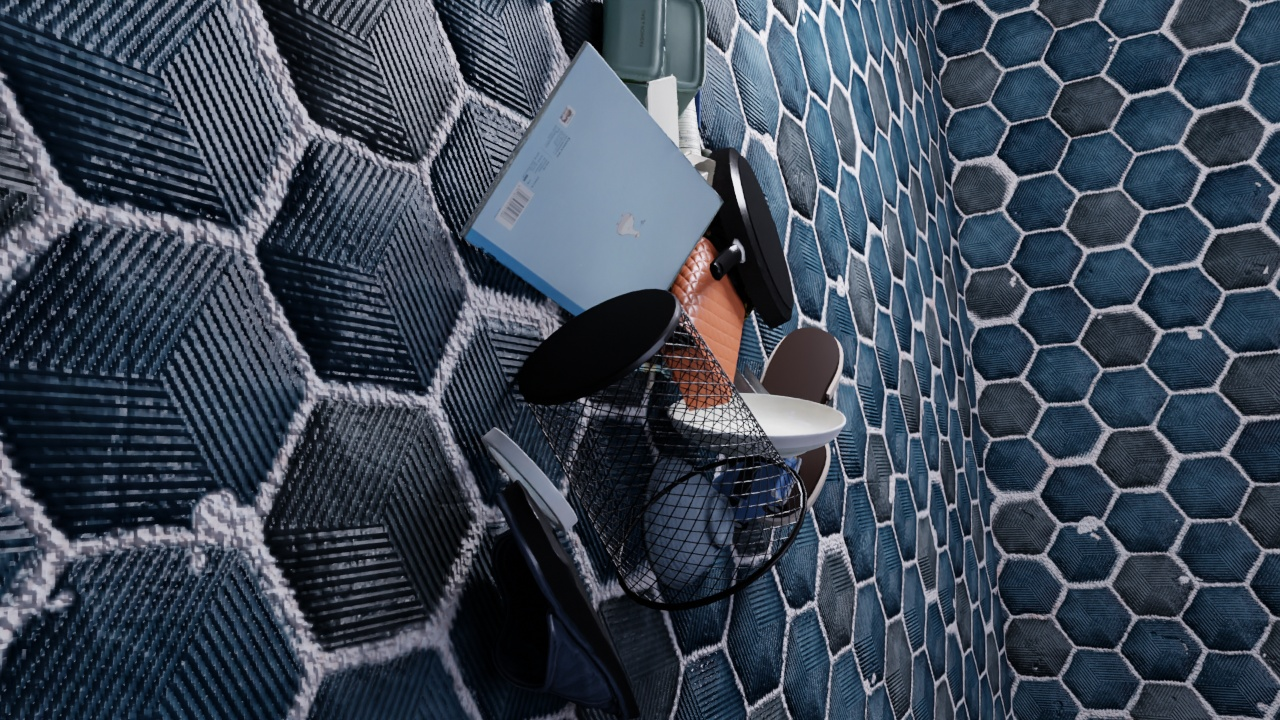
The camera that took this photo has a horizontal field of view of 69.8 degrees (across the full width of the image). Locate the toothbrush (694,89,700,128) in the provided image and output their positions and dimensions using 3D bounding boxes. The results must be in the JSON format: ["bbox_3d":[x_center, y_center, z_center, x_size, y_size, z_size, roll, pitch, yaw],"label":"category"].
[{"bbox_3d":[0.063,-0.333,1.050,0.168,0.014,0.014,87,-19,-53],"label":"toothbrush"}]

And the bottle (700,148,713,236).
[{"bbox_3d":[0.077,-0.199,1.095,0.025,0.025,0.106,14,70,-59],"label":"bottle"}]

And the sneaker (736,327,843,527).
[{"bbox_3d":[0.188,0.099,1.162,0.116,0.112,0.292,81,21,-48],"label":"sneaker"}]

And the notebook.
[{"bbox_3d":[-0.029,-0.126,0.803,0.181,0.009,0.253,-57,143,-2],"label":"notebook"}]

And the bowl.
[{"bbox_3d":[0.059,0.164,0.936,0.137,0.057,0.137,23,64,-57],"label":"bowl"}]

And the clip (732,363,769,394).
[{"bbox_3d":[0.133,0.047,1.091,0.102,0.052,0.060,-118,-151,-58],"label":"clip"}]

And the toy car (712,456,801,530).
[{"bbox_3d":[0.117,0.138,0.976,0.055,0.154,0.056,31,61,-9],"label":"toy car"}]

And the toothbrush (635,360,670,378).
[{"bbox_3d":[-0.005,0.005,0.902,0.154,0.016,0.022,5,88,-61],"label":"toothbrush"}]

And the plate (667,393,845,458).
[{"bbox_3d":[0.118,0.070,0.947,0.182,0.183,0.034,-18,112,-61],"label":"plate"}]

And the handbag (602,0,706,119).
[{"bbox_3d":[0.011,-0.317,0.934,0.106,0.067,0.121,7,74,-19],"label":"handbag"}]

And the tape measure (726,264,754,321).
[{"bbox_3d":[0.114,-0.085,1.116,0.072,0.042,0.071,-35,107,-54],"label":"tape measure"}]

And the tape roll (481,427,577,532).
[{"bbox_3d":[-0.082,0.088,0.674,0.013,0.093,0.093,-41,126,-15],"label":"tape roll"}]

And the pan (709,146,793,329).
[{"bbox_3d":[0.123,-0.133,1.047,0.355,0.034,0.225,-48,119,-70],"label":"pan"}]

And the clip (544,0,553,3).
[{"bbox_3d":[-0.110,-0.377,0.805,0.119,0.030,0.130,-50,126,-48],"label":"clip"}]

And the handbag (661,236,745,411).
[{"bbox_3d":[0.057,-0.043,0.968,0.171,0.060,0.109,-73,143,-52],"label":"handbag"}]

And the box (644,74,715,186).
[{"bbox_3d":[0.029,-0.188,0.905,0.143,0.044,0.185,-38,145,-56],"label":"box"}]

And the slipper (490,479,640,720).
[{"bbox_3d":[-0.074,0.196,0.680,0.109,0.083,0.266,54,-12,44],"label":"slipper"}]

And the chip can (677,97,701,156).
[{"bbox_3d":[0.034,-0.293,1.013,0.051,0.052,0.214,-1,83,-61],"label":"chip can"}]

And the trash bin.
[{"bbox_3d":[0.013,0.066,0.766,0.210,0.184,0.183,60,35,-25],"label":"trash bin"}]
